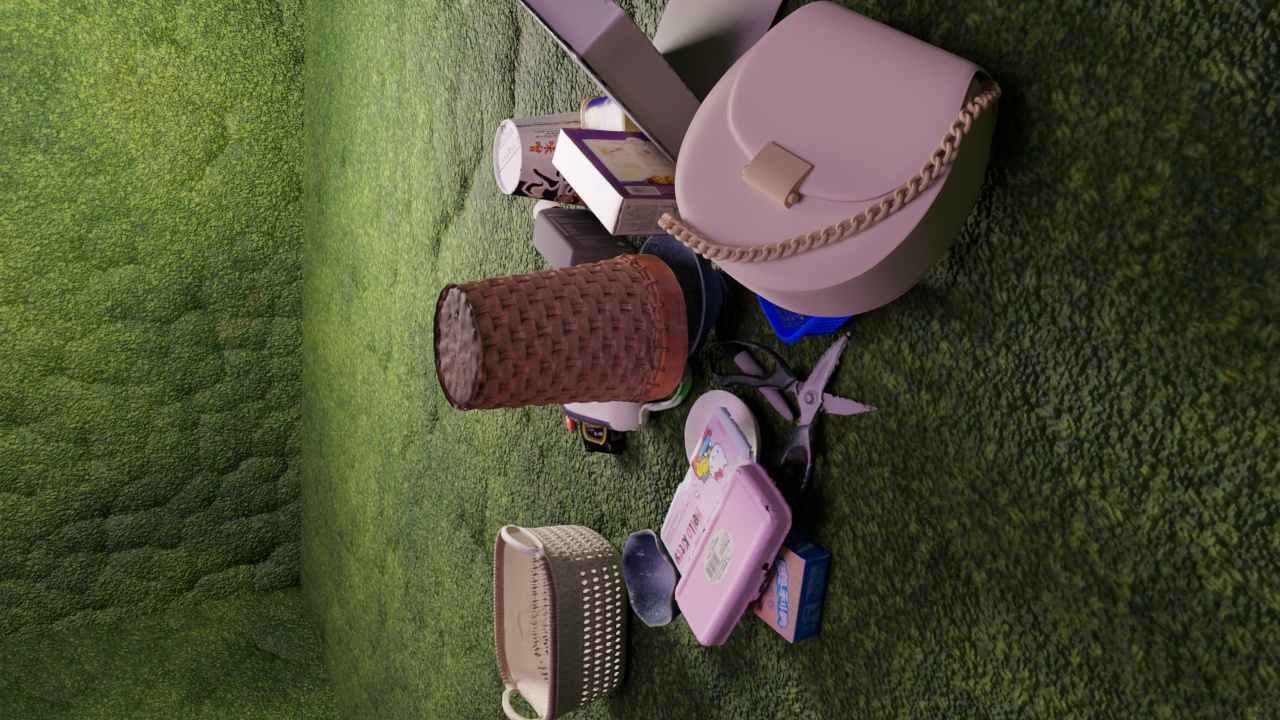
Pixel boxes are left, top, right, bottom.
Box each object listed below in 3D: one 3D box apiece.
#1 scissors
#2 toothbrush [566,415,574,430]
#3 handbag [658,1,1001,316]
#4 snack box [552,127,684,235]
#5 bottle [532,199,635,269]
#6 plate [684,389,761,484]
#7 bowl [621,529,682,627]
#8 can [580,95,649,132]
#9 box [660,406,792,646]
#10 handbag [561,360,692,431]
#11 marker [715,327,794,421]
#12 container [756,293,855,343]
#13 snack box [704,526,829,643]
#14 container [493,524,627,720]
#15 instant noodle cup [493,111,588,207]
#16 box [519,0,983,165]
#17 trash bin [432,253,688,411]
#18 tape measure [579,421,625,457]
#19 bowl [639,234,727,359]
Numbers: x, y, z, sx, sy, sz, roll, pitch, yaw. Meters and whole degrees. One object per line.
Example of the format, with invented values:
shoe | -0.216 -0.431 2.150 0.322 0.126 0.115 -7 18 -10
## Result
scissors | 0.121 0.039 0.841 0.202 0.015 0.202 47 124 39
toothbrush | -0.113 -0.010 1.260 0.012 0.017 0.212 -13 84 60
handbag | 0.136 -0.140 0.671 0.210 0.103 0.209 42 100 36
snack box | 0.008 -0.177 0.898 0.148 0.143 0.041 54 138 42
bottle | -0.083 -0.151 1.122 0.174 0.083 0.046 48 134 47
plate | 0.088 0.081 0.915 0.104 0.026 0.104 4 95 52
bowl | 0.027 0.240 1.024 0.110 0.055 0.110 14 106 59
can | -0.019 -0.242 1.023 0.092 0.056 0.116 10 103 58
box | 0.071 0.162 0.883 0.152 0.038 0.202 56 140 39
handbag | -0.006 0.006 1.049 0.176 0.073 0.151 14 109 39
marker | 0.110 0.013 0.887 0.138 0.016 0.022 54 170 40
container | 0.144 -0.080 0.766 0.096 0.058 0.114 -48 54 52
snack box | 0.116 0.193 0.885 0.151 0.034 0.087 31 121 54
container | -0.107 0.331 1.186 0.185 0.142 0.246 22 113 57
instant noodle cup | -0.104 -0.243 1.102 0.124 0.121 0.124 16 108 58
box | 0.109 -0.352 0.882 0.167 0.421 0.174 55 169 41
trash bin | -0.079 -0.026 0.893 0.151 0.209 0.151 15 107 58
tape measure | -0.046 0.086 1.146 0.062 0.034 0.061 2 101 48
bowl | 0.050 -0.065 0.931 0.137 0.057 0.137 15 108 59
